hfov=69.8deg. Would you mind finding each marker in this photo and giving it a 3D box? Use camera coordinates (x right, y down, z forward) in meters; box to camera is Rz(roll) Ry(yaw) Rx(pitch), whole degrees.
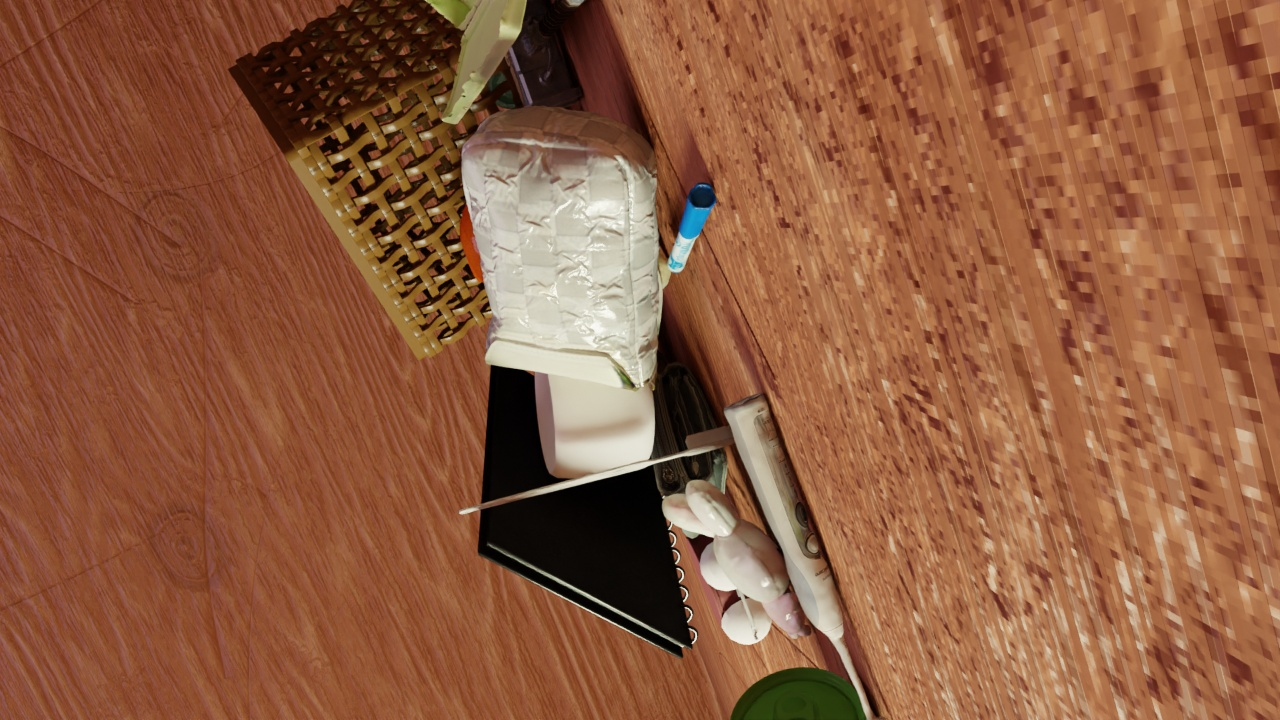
[{"bbox_3d":[0.023,-0.063,0.466,0.142,0.013,0.013,114,134,-83],"label":"marker"}]

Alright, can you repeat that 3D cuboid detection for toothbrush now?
[{"bbox_3d":[-0.026,0.068,0.579,0.010,0.181,0.010,100,153,-57],"label":"toothbrush"},{"bbox_3d":[0.085,0.106,0.458,0.022,0.024,0.185,-21,-91,-55],"label":"toothbrush"}]

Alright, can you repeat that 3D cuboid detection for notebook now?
[{"bbox_3d":[-0.040,0.098,0.670,0.169,0.019,0.231,34,-160,-22],"label":"notebook"}]

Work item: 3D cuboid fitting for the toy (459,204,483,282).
[{"bbox_3d":[-0.082,-0.079,0.746,0.172,0.092,0.164,51,137,22],"label":"toy"}]

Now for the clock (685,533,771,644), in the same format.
[{"bbox_3d":[0.074,0.180,0.752,0.124,0.044,0.087,-148,37,-82],"label":"clock"}]

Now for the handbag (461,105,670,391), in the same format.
[{"bbox_3d":[-0.038,-0.073,0.545,0.123,0.112,0.172,-66,-19,-45],"label":"handbag"}]

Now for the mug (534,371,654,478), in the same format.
[{"bbox_3d":[-0.035,0.026,0.639,0.115,0.068,0.094,-113,22,-51],"label":"mug"}]

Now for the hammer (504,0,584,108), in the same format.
[{"bbox_3d":[-0.054,-0.208,0.563,0.322,0.044,0.098,-136,25,-73],"label":"hammer"}]

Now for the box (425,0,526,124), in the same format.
[{"bbox_3d":[-0.102,-0.230,0.557,0.188,0.061,0.133,-6,102,69],"label":"box"}]

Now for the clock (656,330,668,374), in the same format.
[{"bbox_3d":[-0.005,0.005,0.780,0.093,0.054,0.141,43,159,24],"label":"clock"}]

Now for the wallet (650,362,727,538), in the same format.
[{"bbox_3d":[0.034,0.071,0.695,0.132,0.054,0.100,78,-179,-64],"label":"wallet"}]

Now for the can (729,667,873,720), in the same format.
[{"bbox_3d":[0.102,0.249,0.510,0.083,0.083,0.144,-121,11,-64],"label":"can"}]

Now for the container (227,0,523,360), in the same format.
[{"bbox_3d":[-0.204,-0.189,0.868,0.219,0.214,0.252,46,165,42],"label":"container"}]

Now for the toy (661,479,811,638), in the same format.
[{"bbox_3d":[0.068,0.127,0.592,0.125,0.037,0.076,47,163,3],"label":"toy"}]

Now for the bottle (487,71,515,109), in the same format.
[{"bbox_3d":[-0.162,-0.344,1.058,0.174,0.055,0.055,-115,6,-53],"label":"bottle"}]
